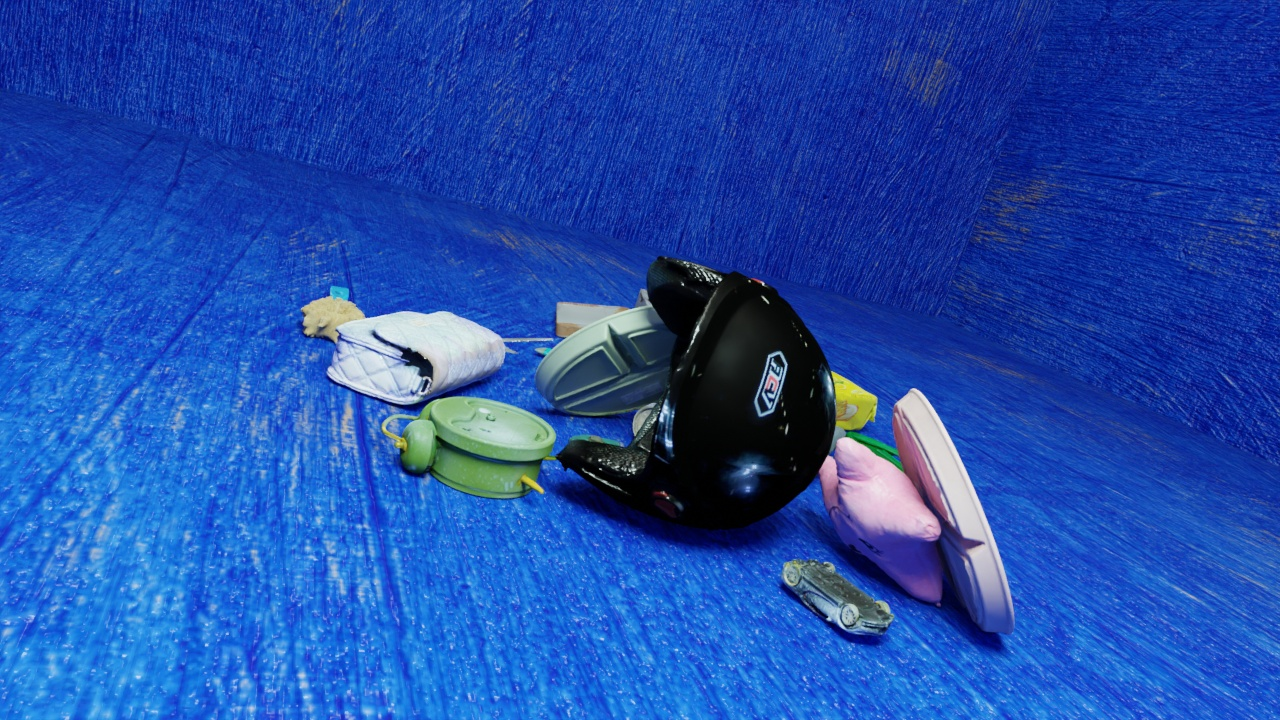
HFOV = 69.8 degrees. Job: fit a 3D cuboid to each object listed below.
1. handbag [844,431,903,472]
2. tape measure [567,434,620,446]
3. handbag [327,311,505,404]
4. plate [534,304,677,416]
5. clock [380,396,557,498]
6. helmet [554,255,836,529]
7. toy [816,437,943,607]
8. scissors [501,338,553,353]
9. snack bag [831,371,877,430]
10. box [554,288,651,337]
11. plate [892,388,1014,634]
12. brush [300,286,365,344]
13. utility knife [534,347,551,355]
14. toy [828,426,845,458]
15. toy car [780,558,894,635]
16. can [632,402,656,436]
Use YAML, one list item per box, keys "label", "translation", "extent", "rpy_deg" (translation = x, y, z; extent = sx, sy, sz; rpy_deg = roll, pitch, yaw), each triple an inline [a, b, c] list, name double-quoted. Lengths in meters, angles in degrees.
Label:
- label: "handbag"
  translation: [0.297, 0.141, 1.093]
  extent: [0.120, 0.068, 0.131]
  rpy_deg: [11, 14, -24]
- label: "tape measure"
  translation: [-0.046, 0.095, 0.962]
  extent: [0.058, 0.025, 0.054]
  rpy_deg: [13, 13, -13]
- label: "handbag"
  translation: [-0.250, -0.009, 1.035]
  extent: [0.134, 0.076, 0.193]
  rpy_deg: [19, 14, 11]
- label: "plate"
  translation: [-0.006, 0.006, 1.043]
  extent: [0.229, 0.231, 0.027]
  rpy_deg: [5, 57, -39]
- label: "clock"
  translation: [-0.157, 0.075, 0.841]
  extent: [0.161, 0.056, 0.116]
  rpy_deg: [16, 12, -1]
- label: "helmet"
  translation: [0.069, 0.041, 0.846]
  extent: [0.230, 0.233, 0.275]
  rpy_deg: [25, -16, -3]
- label: "toy"
  translation: [0.230, 0.152, 0.854]
  extent: [0.178, 0.074, 0.195]
  rpy_deg: [54, -8, 10]
- label: "scissors"
  translation: [-0.201, -0.024, 1.190]
  extent: [0.177, 0.014, 0.159]
  rpy_deg: [-1, 15, -5]
- label: "snack bag"
  translation: [0.229, 0.048, 1.397]
  extent: [0.246, 0.068, 0.158]
  rpy_deg: [9, 16, -30]
- label: "box"
  translation: [-0.012, -0.067, 1.550]
  extent: [0.262, 0.088, 0.178]
  rpy_deg: [16, 14, -8]
- label: "plate"
  translation: [0.277, 0.138, 0.833]
  extent: [0.028, 0.229, 0.229]
  rpy_deg: [-20, 11, 7]
- label: "brush"
  translation: [-0.397, -0.068, 1.200]
  extent: [0.083, 0.046, 0.254]
  rpy_deg: [8, 11, -18]
- label: "utility knife"
  translation: [-0.059, 0.014, 1.308]
  extent: [0.193, 0.013, 0.029]
  rpy_deg: [18, 16, 6]
- label: "toy"
  translation: [0.156, 0.062, 1.061]
  extent: [0.092, 0.137, 0.356]
  rpy_deg: [-4, -33, 35]
- label: "toy car"
  translation: [0.163, 0.199, 0.767]
  extent: [0.048, 0.031, 0.106]
  rpy_deg: [5, 16, -37]
- label: "can"
  translation: [0.047, 0.073, 1.102]
  extent: [0.053, 0.053, 0.134]
  rpy_deg: [24, 15, 30]
